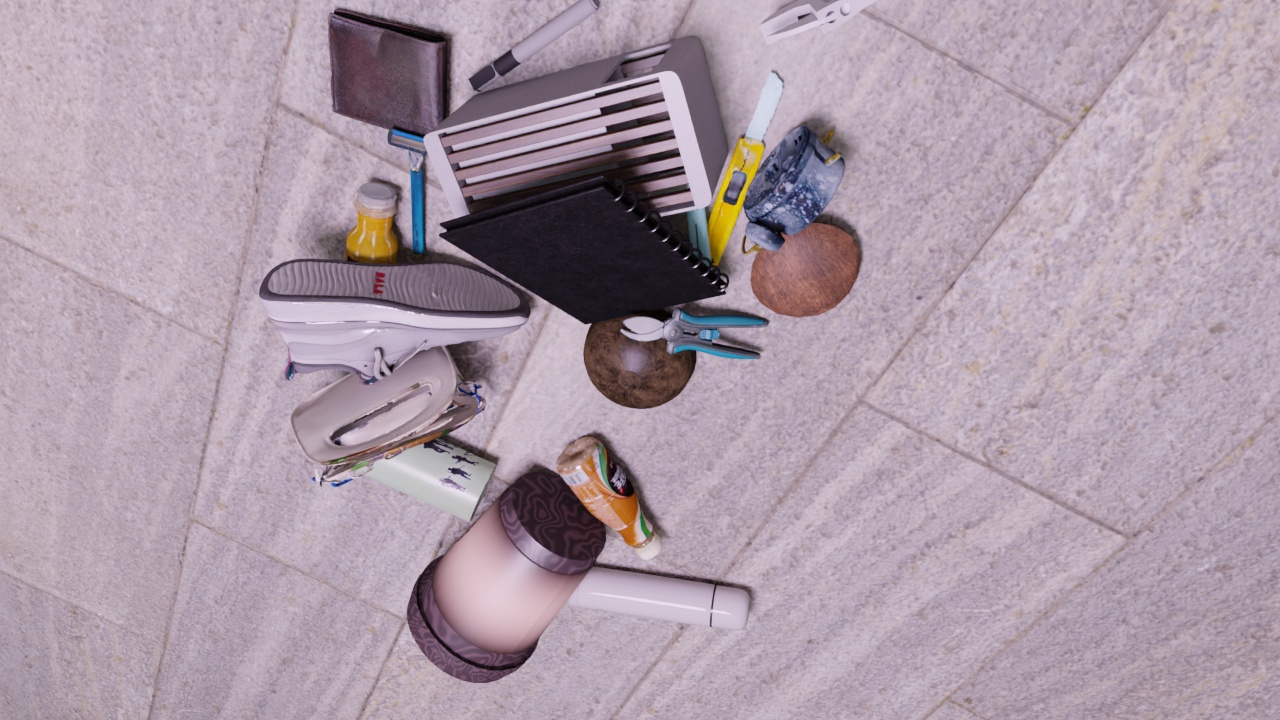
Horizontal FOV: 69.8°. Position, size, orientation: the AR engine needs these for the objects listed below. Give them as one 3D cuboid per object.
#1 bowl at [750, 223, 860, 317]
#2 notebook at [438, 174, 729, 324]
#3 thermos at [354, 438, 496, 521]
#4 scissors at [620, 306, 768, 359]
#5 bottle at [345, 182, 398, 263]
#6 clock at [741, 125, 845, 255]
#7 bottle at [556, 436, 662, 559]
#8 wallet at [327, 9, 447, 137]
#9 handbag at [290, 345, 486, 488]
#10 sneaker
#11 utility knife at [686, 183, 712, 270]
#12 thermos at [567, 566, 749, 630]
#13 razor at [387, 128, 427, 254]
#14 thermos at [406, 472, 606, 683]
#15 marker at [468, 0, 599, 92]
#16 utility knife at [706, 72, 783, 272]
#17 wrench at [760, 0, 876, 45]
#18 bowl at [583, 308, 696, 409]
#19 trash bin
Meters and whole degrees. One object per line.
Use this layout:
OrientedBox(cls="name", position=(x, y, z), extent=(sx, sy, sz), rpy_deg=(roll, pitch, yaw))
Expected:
OrientedBox(cls="bowl", position=(0.156, -0.077, 0.868), extent=(0.102, 0.026, 0.114), rpy_deg=(6, 135, -3))
OrientedBox(cls="notebook", position=(-0.039, -0.090, 0.820), extent=(0.169, 0.019, 0.231), rpy_deg=(-11, 158, 27))
OrientedBox(cls="thermos", position=(-0.292, 0.111, 1.092), extent=(0.231, 0.082, 0.083), rpy_deg=(24, 125, -3))
OrientedBox(cls="scissors", position=(0.060, -0.031, 0.918), extent=(0.148, 0.019, 0.132), rpy_deg=(-37, 114, 6))
OrientedBox(cls="bottle", position=(-0.285, -0.096, 0.967), extent=(0.053, 0.053, 0.187), rpy_deg=(19, 125, 2))
OrientedBox(cls="clock", position=(0.126, -0.147, 0.811), extent=(0.052, 0.090, 0.130), rpy_deg=(33, 121, -15))
OrientedBox(cls="bottle", position=(-0.030, 0.165, 1.068), extent=(0.059, 0.059, 0.167), rpy_deg=(-24, 114, 26))
OrientedBox(cls="wallet", position=(-0.236, -0.266, 0.862), extent=(0.120, 0.031, 0.100), rpy_deg=(17, 126, 10))
OrientedBox(cls="handbag", position=(-0.259, 0.067, 0.964), extent=(0.200, 0.199, 0.093), rpy_deg=(-28, 114, -10))
OrientedBox(cls="sneaker", position=(-0.246, -0.029, 0.941), extent=(0.262, 0.096, 0.129), rpy_deg=(-1, 131, -15))
OrientedBox(cls="utility knife", position=(0.055, -0.119, 0.874), extent=(0.022, 0.015, 0.120), rpy_deg=(4, 123, 19))
OrientedBox(cls="thermos", position=(0.023, 0.296, 1.143), extent=(0.224, 0.052, 0.052), rpy_deg=(6, 123, 10))
OrientedBox(cls="razor", position=(-0.225, -0.166, 0.920), extent=(0.042, 0.022, 0.144), rpy_deg=(19, 136, 10))
OrientedBox(cls="thermos", position=(-0.155, 0.255, 1.101), extent=(0.172, 0.172, 0.227), rpy_deg=(34, 117, -9))
OrientedBox(cls="marker", position=(-0.096, -0.283, 0.822), extent=(0.141, 0.016, 0.016), rpy_deg=(-25, 113, 26))
OrientedBox(cls="utility knife", position=(0.089, -0.168, 0.853), extent=(0.030, 0.018, 0.207), rpy_deg=(15, 122, -7))
OrientedBox(cls="wrench", position=(0.224, -0.306, 0.704), extent=(0.274, 0.086, 0.018), rpy_deg=(-20, 116, 13))
OrientedBox(cls="bowl", position=(-0.006, 0.005, 0.961), extent=(0.121, 0.056, 0.121), rpy_deg=(7, 123, 10))
OrientedBox(cls="trash bin", position=(-0.051, -0.189, 0.811), extent=(0.229, 0.114, 0.114), rpy_deg=(-9, 120, 19))
